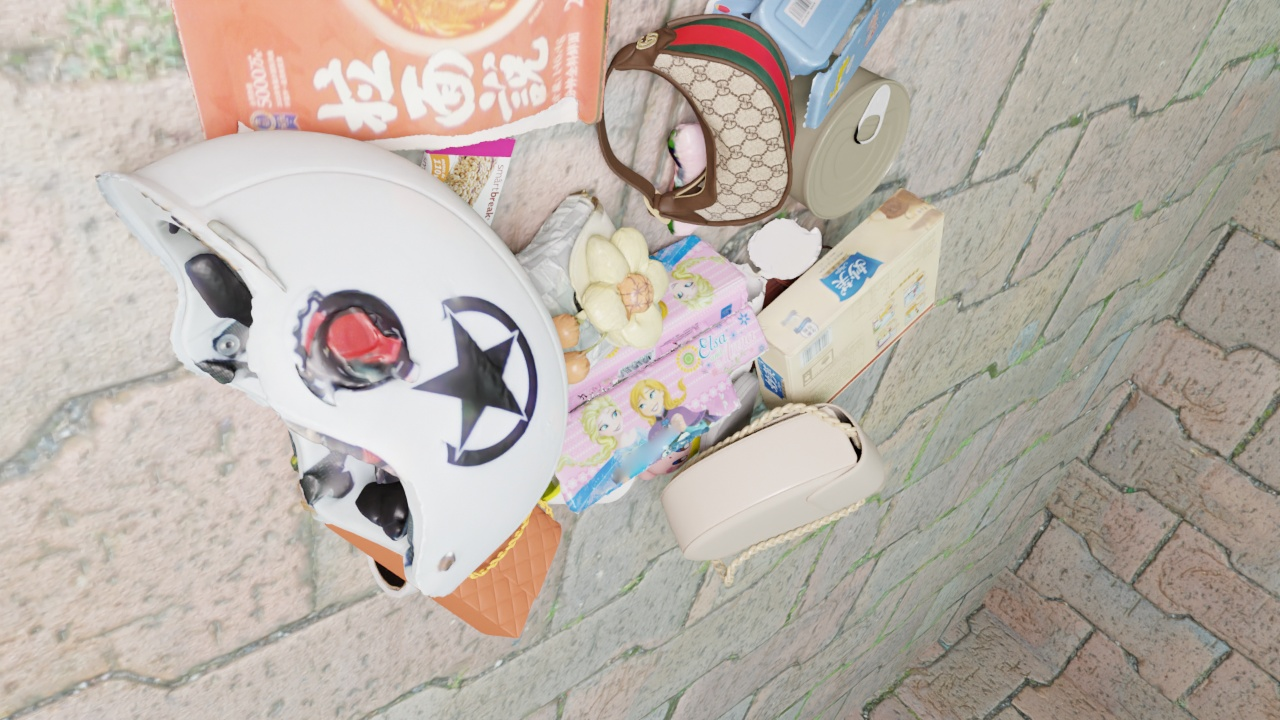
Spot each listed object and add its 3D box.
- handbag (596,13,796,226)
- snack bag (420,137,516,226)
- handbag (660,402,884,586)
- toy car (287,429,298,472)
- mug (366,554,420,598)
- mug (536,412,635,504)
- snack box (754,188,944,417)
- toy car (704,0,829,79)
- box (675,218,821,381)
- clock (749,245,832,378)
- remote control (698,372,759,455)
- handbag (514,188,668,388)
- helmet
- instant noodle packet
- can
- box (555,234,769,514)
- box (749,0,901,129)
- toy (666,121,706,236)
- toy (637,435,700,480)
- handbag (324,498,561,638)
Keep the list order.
[{"bbox_3d":[0.040,-0.162,0.659,0.167,0.138,0.063,68,28,-50],"label":"handbag"},{"bbox_3d":[-0.139,-0.064,0.639,0.070,0.016,0.197,-11,132,-46],"label":"snack bag"},{"bbox_3d":[0.130,0.130,0.888,0.209,0.103,0.210,-29,157,13],"label":"handbag"},{"bbox_3d":[-0.224,0.058,0.638,0.033,0.048,0.106,-28,143,-35],"label":"toy car"},{"bbox_3d":[-0.173,0.135,0.767,0.089,0.074,0.105,-9,105,-45],"label":"mug"},{"bbox_3d":[-0.063,0.089,0.828,0.106,0.082,0.083,14,113,-55],"label":"mug"},{"bbox_3d":[0.200,-0.045,0.883,0.207,0.055,0.153,-41,149,-12],"label":"snack box"},{"bbox_3d":[0.106,-0.247,0.701,0.153,0.055,0.056,-18,137,-39],"label":"toy car"},{"bbox_3d":[0.101,-0.058,0.873,0.143,0.083,0.137,-21,138,-25],"label":"box"},{"bbox_3d":[0.157,-0.048,0.953,0.158,0.072,0.120,-53,147,9],"label":"clock"},{"bbox_3d":[0.084,0.063,0.903,0.074,0.019,0.151,-49,164,-17],"label":"remote control"},{"bbox_3d":[-0.060,-0.027,0.646,0.171,0.123,0.112,-43,121,-26],"label":"handbag"},{"bbox_3d":[-0.142,-0.017,0.492,0.163,0.237,0.264,-43,112,-25],"label":"helmet"},{"bbox_3d":[-0.131,-0.199,0.487,0.220,0.084,0.165,-15,137,-24],"label":"instant noodle packet"},{"bbox_3d":[0.165,-0.198,0.804,0.127,0.073,0.128,-30,143,-26],"label":"can"},{"bbox_3d":[-0.001,0.000,0.744,0.230,0.159,0.066,-31,171,-22],"label":"box"},{"bbox_3d":[0.163,-0.278,0.671,0.120,0.049,0.209,47,69,-38],"label":"box"},{"bbox_3d":[0.059,-0.154,0.746,0.093,0.050,0.103,-20,139,-24],"label":"toy"},{"bbox_3d":[0.031,0.058,0.929,0.131,0.097,0.124,-4,123,-25],"label":"toy"},{"bbox_3d":[-0.138,0.125,0.713,0.172,0.060,0.108,46,52,-31],"label":"handbag"}]
